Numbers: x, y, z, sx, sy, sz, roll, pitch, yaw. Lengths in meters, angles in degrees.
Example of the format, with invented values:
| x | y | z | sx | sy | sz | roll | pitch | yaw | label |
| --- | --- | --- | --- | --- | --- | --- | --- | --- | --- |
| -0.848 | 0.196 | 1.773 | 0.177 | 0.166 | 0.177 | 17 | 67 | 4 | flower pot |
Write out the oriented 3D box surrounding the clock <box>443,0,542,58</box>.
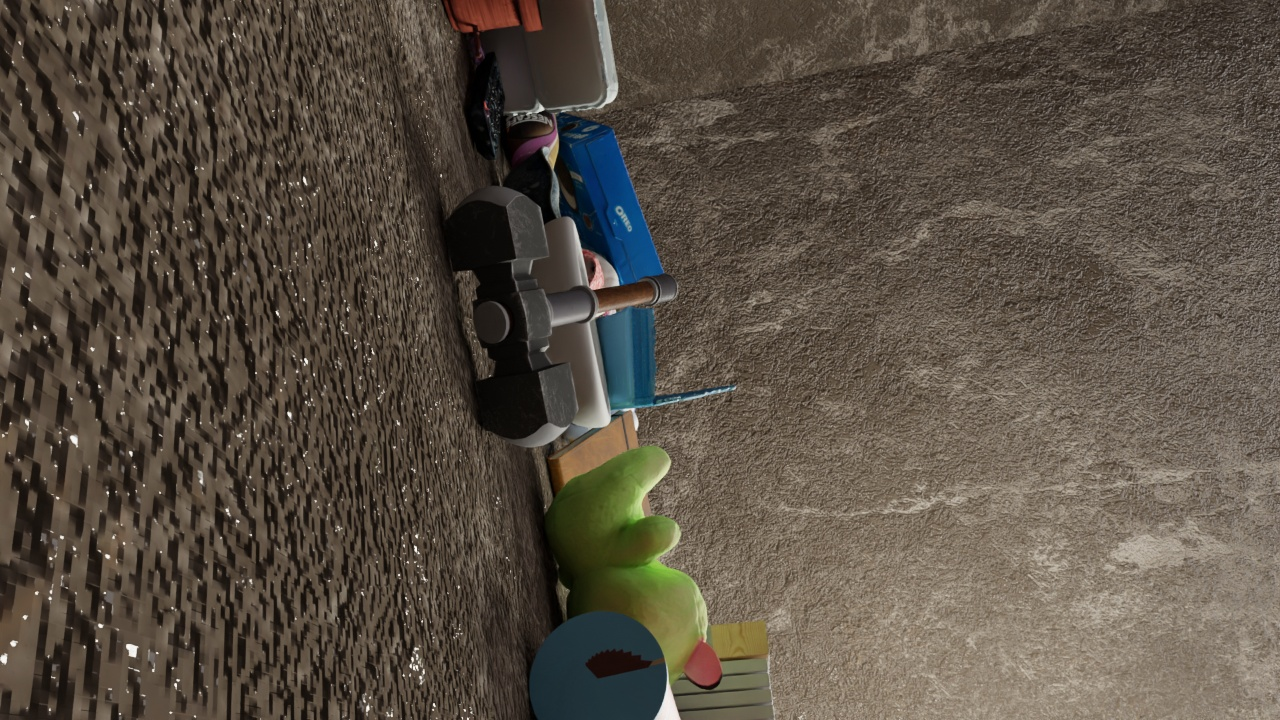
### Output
| x | y | z | sx | sy | sz | roll | pitch | yaw | label |
| --- | --- | --- | --- | --- | --- | --- | --- | --- | --- |
| -0.125 | -0.331 | 0.718 | 0.120 | 0.072 | 0.158 | -101 | -178 | -56 | clock |

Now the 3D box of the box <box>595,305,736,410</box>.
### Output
| x | y | z | sx | sy | sz | roll | pitch | yaw | label |
| --- | --- | --- | --- | --- | --- | --- | --- | --- | --- |
| -0.004 | 0.006 | 0.914 | 0.232 | 0.111 | 0.094 | 165 | -77 | -67 | box |

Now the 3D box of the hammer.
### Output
| x | y | z | sx | sy | sz | roll | pitch | yaw | label |
| --- | --- | --- | --- | --- | --- | --- | --- | --- | --- |
| -0.026 | -0.044 | 0.667 | 0.321 | 0.043 | 0.156 | -21 | 102 | -67 | hammer |

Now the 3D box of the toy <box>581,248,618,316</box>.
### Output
| x | y | z | sx | sy | sz | roll | pitch | yaw | label |
| --- | --- | --- | --- | --- | --- | --- | --- | --- | --- |
| -0.070 | -0.085 | 1.024 | 0.159 | 0.084 | 0.194 | 55 | 10 | 4 | toy |

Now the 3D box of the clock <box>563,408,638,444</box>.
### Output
| x | y | z | sx | sy | sz | roll | pitch | yaw | label |
| --- | --- | --- | --- | --- | --- | --- | --- | --- | --- |
| -0.050 | 0.056 | 1.057 | 0.052 | 0.089 | 0.125 | 69 | 7 | -60 | clock |

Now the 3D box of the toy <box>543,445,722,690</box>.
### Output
| x | y | z | sx | sy | sz | roll | pitch | yaw | label |
| --- | --- | --- | --- | --- | --- | --- | --- | --- | --- |
| -0.017 | 0.176 | 0.724 | 0.151 | 0.107 | 0.196 | -30 | -114 | 43 | toy |

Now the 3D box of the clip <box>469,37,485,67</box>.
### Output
| x | y | z | sx | sy | sz | roll | pitch | yaw | label |
| --- | --- | --- | --- | --- | --- | --- | --- | --- | --- |
| -0.147 | -0.275 | 0.841 | 0.043 | 0.014 | 0.051 | 90 | -13 | -87 | clip |

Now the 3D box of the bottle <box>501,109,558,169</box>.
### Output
| x | y | z | sx | sy | sz | roll | pitch | yaw | label |
| --- | --- | --- | --- | --- | --- | --- | --- | --- | --- |
| -0.113 | -0.217 | 0.953 | 0.060 | 0.059 | 0.165 | 80 | 1 | -58 | bottle |

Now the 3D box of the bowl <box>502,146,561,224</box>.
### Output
| x | y | z | sx | sy | sz | roll | pitch | yaw | label |
| --- | --- | --- | --- | --- | --- | --- | --- | --- | --- |
| -0.100 | -0.139 | 0.850 | 0.110 | 0.055 | 0.110 | 92 | -13 | -90 | bowl |

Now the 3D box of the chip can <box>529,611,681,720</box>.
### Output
| x | y | z | sx | sy | sz | roll | pitch | yaw | label |
| --- | --- | --- | --- | --- | --- | --- | --- | --- | --- |
| -0.012 | 0.245 | 0.613 | 0.214 | 0.087 | 0.087 | 79 | 1 | -54 | chip can |

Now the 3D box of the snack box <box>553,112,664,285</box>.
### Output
| x | y | z | sx | sy | sz | roll | pitch | yaw | label |
| --- | --- | --- | --- | --- | --- | --- | --- | --- | --- |
| -0.065 | -0.196 | 1.116 | 0.239 | 0.056 | 0.196 | 42 | -24 | 60 | snack box |

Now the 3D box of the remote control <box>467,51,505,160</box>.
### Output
| x | y | z | sx | sy | sz | roll | pitch | yaw | label |
| --- | --- | --- | --- | --- | --- | --- | --- | --- | --- |
| -0.132 | -0.219 | 0.782 | 0.150 | 0.022 | 0.047 | -98 | 179 | -56 | remote control |

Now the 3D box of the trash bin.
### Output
| x | y | z | sx | sy | sz | roll | pitch | yaw | label |
| --- | --- | --- | --- | --- | --- | --- | --- | --- | --- |
| 0.051 | 0.374 | 0.785 | 0.143 | 0.142 | 0.246 | 80 | 5 | -52 | trash bin |

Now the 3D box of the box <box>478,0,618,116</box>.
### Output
| x | y | z | sx | sy | sz | roll | pitch | yaw | label |
| --- | --- | --- | --- | --- | --- | --- | --- | --- | --- |
| -0.103 | -0.328 | 0.826 | 0.192 | 0.045 | 0.209 | 14 | -60 | 45 | box |

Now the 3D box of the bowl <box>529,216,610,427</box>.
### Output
| x | y | z | sx | sy | sz | roll | pitch | yaw | label |
| --- | --- | --- | --- | --- | --- | --- | --- | --- | --- |
| -0.072 | -0.027 | 0.763 | 0.176 | 0.066 | 0.176 | 154 | -75 | -89 | bowl |

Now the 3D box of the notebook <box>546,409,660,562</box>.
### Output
| x | y | z | sx | sy | sz | roll | pitch | yaw | label |
| --- | --- | --- | --- | --- | --- | --- | --- | --- | --- |
| -0.023 | 0.189 | 0.932 | 0.178 | 0.014 | 0.249 | -30 | 113 | -62 | notebook |
